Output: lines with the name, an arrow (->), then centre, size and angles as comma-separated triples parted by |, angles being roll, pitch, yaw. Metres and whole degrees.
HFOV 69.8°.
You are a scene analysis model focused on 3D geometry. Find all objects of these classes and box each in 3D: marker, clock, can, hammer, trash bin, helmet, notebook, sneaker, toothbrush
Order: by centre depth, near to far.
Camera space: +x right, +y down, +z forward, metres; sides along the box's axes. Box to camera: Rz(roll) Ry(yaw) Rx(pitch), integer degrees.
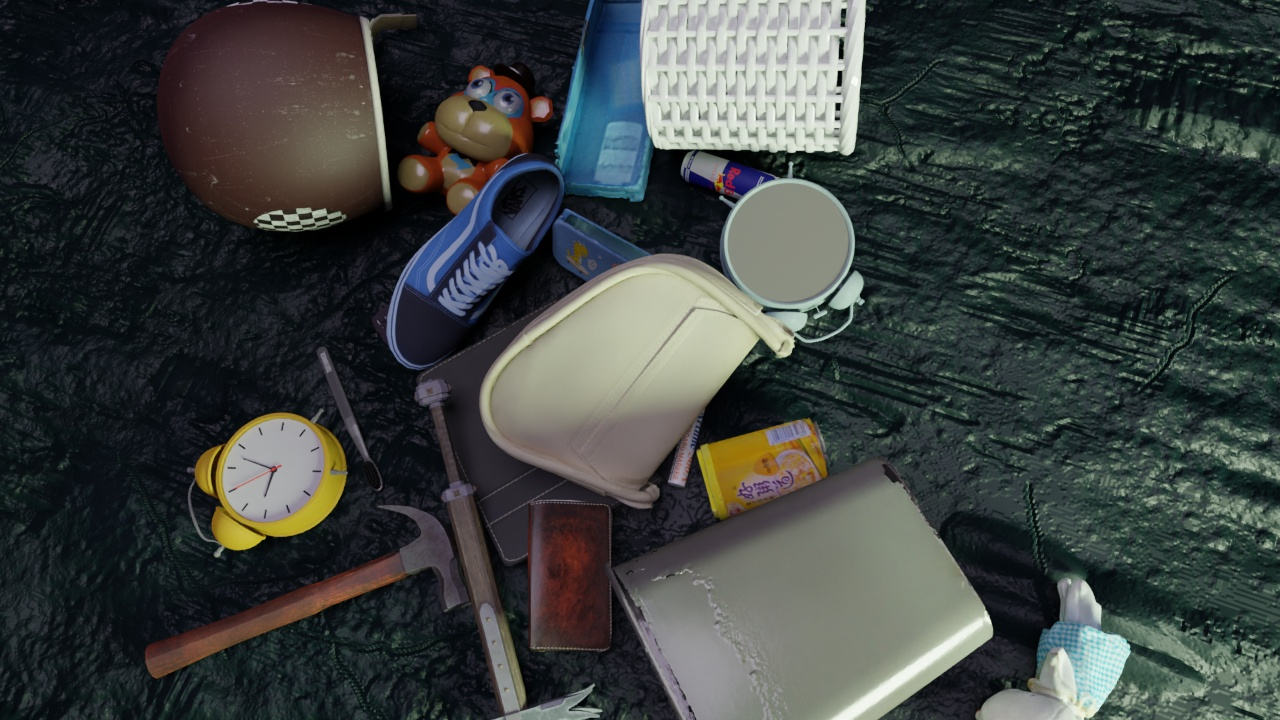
trash bin -> 0.116, 0.199, 0.696 | 0.220, 0.197, 0.197 | -27, 70, -7
can -> 0.106, 0.093, 0.788 | 0.105, 0.068, 0.067 | -16, 70, 3
hammer -> -0.148, 0.168, 0.794 | 0.147, 0.028, 0.316 | -17, 80, 0
hammer -> -0.308, 0.220, 0.835 | 0.301, 0.028, 0.111 | -22, 71, 2
marker -> 0.051, 0.044, 0.841 | 0.017, 0.017, 0.145 | 12, 74, 13
clock -> 0.140, -0.094, 0.846 | 0.122, 0.045, 0.159 | -26, 85, 4
sneaker -> -0.155, -0.091, 0.851 | 0.083, 0.098, 0.241 | 36, 92, -22
notebook -> -0.100, 0.065, 0.853 | 0.169, 0.029, 0.209 | -29, 69, -2
clock -> -0.353, 0.113, 0.866 | 0.152, 0.052, 0.113 | -27, 70, -4
toothbrush -> -0.285, 0.055, 0.895 | 0.013, 0.013, 0.167 | -29, 67, -1
can -> 0.088, -0.178, 0.900 | 0.095, 0.032, 0.032 | 22, 76, 15
helmet -> -0.335, -0.246, 0.906 | 0.253, 0.234, 0.233 | -8, 96, -15

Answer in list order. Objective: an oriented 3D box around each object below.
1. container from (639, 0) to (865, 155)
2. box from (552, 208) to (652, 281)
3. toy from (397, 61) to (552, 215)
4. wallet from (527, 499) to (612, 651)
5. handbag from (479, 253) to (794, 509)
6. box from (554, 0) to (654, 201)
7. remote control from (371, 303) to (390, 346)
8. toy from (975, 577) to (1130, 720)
container -> 0.108, -0.289, 0.852 | 0.187, 0.189, 0.189 | 3, 72, 11
box -> 0.002, -0.067, 0.848 | 0.210, 0.069, 0.064 | 30, 92, 18
toy -> -0.162, -0.226, 0.931 | 0.112, 0.096, 0.175 | 27, 67, 10
wallet -> -0.060, 0.181, 0.773 | 0.072, 0.019, 0.123 | 4, 69, -15
handbag -> -0.005, 0.005, 0.791 | 0.184, 0.131, 0.229 | 39, 108, 1
box -> -0.027, -0.287, 0.914 | 0.094, 0.110, 0.231 | 8, 73, 12
remote control -> -0.212, -0.062, 0.922 | 0.124, 0.009, 0.046 | -38, 70, -4
toy -> 0.308, 0.258, 0.693 | 0.106, 0.131, 0.205 | -1, 58, 30
